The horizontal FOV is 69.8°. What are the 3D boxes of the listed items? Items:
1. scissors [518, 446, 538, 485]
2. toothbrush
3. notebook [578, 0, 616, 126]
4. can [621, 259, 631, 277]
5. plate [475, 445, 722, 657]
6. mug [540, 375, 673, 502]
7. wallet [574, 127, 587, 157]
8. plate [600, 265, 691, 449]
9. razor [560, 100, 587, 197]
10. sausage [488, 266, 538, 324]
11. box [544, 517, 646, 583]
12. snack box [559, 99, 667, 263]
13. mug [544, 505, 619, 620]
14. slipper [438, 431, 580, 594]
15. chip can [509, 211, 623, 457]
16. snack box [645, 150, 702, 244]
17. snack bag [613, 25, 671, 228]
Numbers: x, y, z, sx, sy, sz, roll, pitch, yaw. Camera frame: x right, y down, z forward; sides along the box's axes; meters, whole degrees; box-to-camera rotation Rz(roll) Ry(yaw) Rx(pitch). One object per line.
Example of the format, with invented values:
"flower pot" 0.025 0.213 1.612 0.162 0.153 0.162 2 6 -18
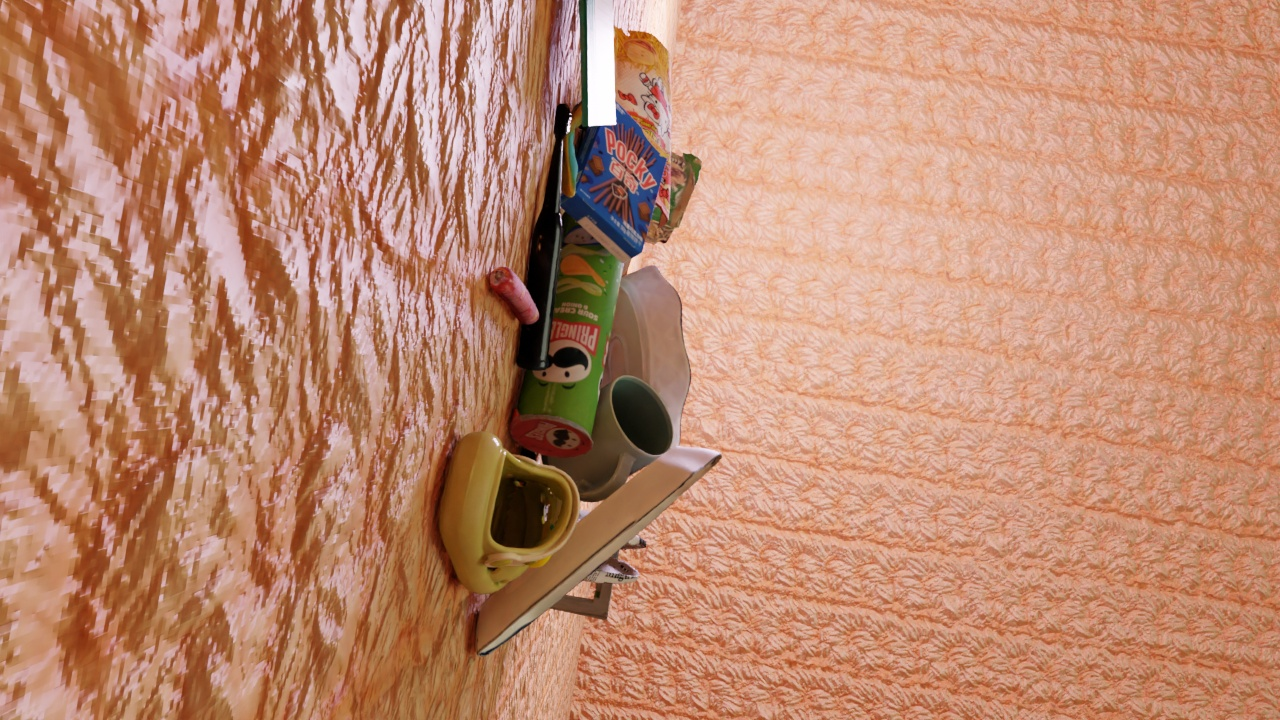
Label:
"scissors" -0.105 0.103 0.863 0.223 0.022 0.221 -68 168 -80
"toothbrush" -0.075 -0.098 0.740 0.027 0.026 0.213 -23 122 -73
"notebook" -0.036 -0.294 0.730 0.150 0.012 0.209 -71 161 -74
"can" -0.036 -0.129 1.050 0.148 0.058 0.057 110 -8 -55
"plate" -0.040 0.156 0.793 0.265 0.034 0.162 -39 169 -7
"mug" -0.035 0.084 0.843 0.107 0.082 0.111 -34 -147 31
"wallet" -0.059 -0.185 0.965 0.122 0.020 0.096 98 6 -63
"plate" -0.006 0.006 0.953 0.205 0.045 0.205 178 -90 -70
"razor" -0.057 -0.189 0.807 0.043 0.028 0.132 -38 -148 39
"sausage" -0.089 -0.045 0.658 0.156 0.020 0.020 89 10 -83
"box" -0.065 0.210 0.973 0.163 0.074 0.079 21 71 -48
"snack box" -0.022 -0.171 0.857 0.026 0.084 0.156 -27 -145 36
"mug" -0.079 0.234 1.077 0.084 0.103 0.123 96 4 -61
"slipper" -0.084 0.109 0.619 0.191 0.081 0.091 89 13 -67
"chip can" -0.060 -0.032 0.830 0.072 0.072 0.235 96 3 -59
"snack box" -0.005 -0.214 1.122 0.105 0.118 0.117 -116 -133 -74
"snack bag" -0.002 -0.261 1.003 0.128 0.073 0.207 45 36 -51
